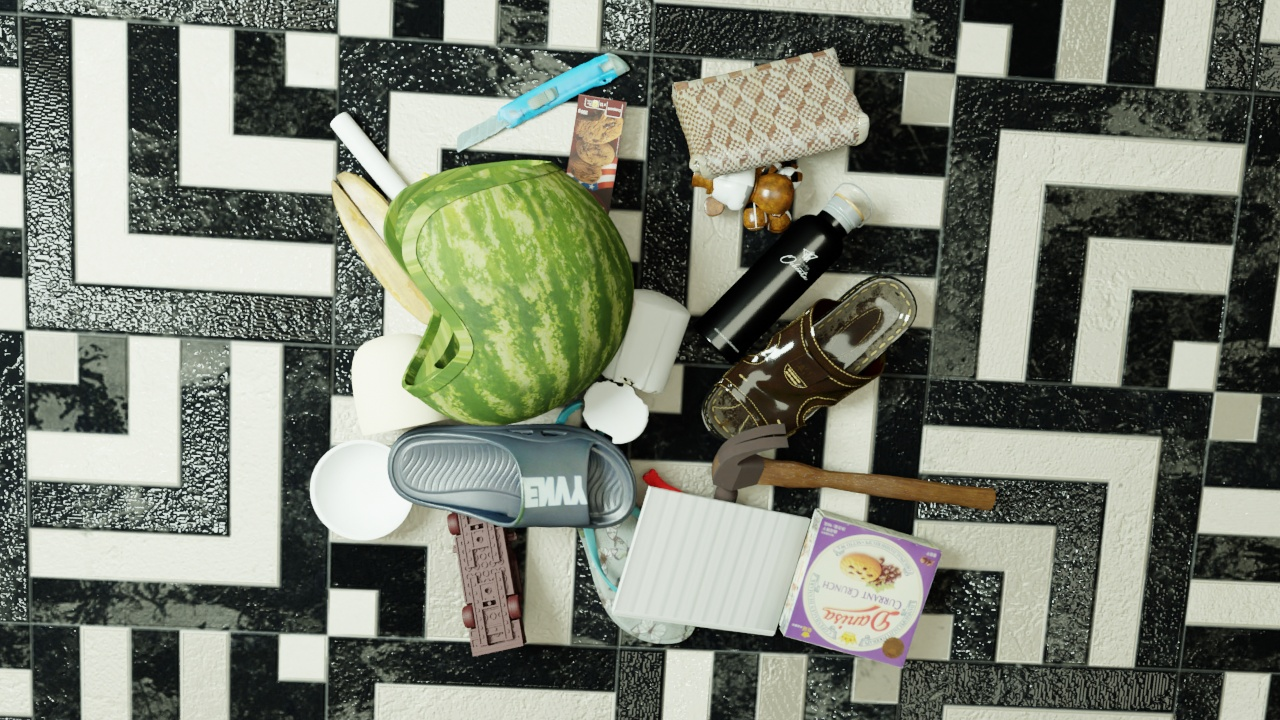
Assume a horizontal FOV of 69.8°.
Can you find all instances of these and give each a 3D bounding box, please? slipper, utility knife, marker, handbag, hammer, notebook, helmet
[{"bbox_3d":[0.187,0.003,0.994,0.268,0.075,0.113,-36,96,2],"label":"slipper"},{"bbox_3d":[-0.108,-0.277,0.984,0.205,0.015,0.031,-28,92,3],"label":"utility knife"},{"bbox_3d":[-0.020,0.211,1.013,0.098,0.054,0.269,-27,101,0],"label":"slipper"},{"bbox_3d":[-0.136,0.119,0.954,0.268,0.083,0.110,6,91,0],"label":"slipper"},{"bbox_3d":[-0.280,-0.204,0.980,0.023,0.027,0.133,-37,97,17],"label":"marker"},{"bbox_3d":[0.132,-0.255,0.956,0.186,0.047,0.124,-13,60,0],"label":"handbag"},{"bbox_3d":[0.239,0.134,1.019,0.323,0.033,0.116,8,132,-8],"label":"hammer"},{"bbox_3d":[0.081,0.225,1.010,0.209,0.009,0.142,15,94,-25],"label":"notebook"},{"bbox_3d":[-0.125,-0.064,0.897,0.243,0.213,0.247,-15,108,-19],"label":"helmet"}]

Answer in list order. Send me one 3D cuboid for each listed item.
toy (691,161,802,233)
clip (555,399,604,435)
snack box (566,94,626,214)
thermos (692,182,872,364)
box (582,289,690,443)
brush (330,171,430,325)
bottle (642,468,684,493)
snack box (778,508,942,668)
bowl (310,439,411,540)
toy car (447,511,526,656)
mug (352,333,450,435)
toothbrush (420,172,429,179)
[{"bbox_3d":[0.113,-0.185,0.981,0.112,0.067,0.087,15,96,6],"label":"toy"},{"bbox_3d":[-0.075,0.111,1.025,0.113,0.028,0.127,26,95,-10],"label":"clip"},{"bbox_3d":[-0.051,-0.207,0.984,0.051,0.031,0.141,9,96,-3],"label":"snack box"},{"bbox_3d":[0.159,-0.098,0.989,0.061,0.061,0.231,44,93,-6],"label":"thermos"},{"bbox_3d":[-0.007,0.007,0.983,0.083,0.092,0.166,18,98,1],"label":"box"},{"bbox_3d":[-0.263,-0.116,0.983,0.059,0.043,0.195,-35,96,1],"label":"brush"},{"bbox_3d":[0.044,0.172,1.029,0.036,0.036,0.119,-38,96,2],"label":"bottle"},{"bbox_3d":[0.248,0.259,1.043,0.143,0.040,0.148,16,96,-3],"label":"snack box"},{"bbox_3d":[-0.302,0.139,1.012,0.110,0.040,0.110,0,95,-3],"label":"bowl"},{"bbox_3d":[-0.167,0.232,1.013,0.070,0.062,0.169,-12,77,-1],"label":"toy car"},{"bbox_3d":[-0.244,0.019,0.974,0.120,0.096,0.099,-11,89,-5],"label":"mug"},{"bbox_3d":[-0.212,-0.138,0.997,0.021,0.016,0.135,-18,99,-2],"label":"toothbrush"}]
